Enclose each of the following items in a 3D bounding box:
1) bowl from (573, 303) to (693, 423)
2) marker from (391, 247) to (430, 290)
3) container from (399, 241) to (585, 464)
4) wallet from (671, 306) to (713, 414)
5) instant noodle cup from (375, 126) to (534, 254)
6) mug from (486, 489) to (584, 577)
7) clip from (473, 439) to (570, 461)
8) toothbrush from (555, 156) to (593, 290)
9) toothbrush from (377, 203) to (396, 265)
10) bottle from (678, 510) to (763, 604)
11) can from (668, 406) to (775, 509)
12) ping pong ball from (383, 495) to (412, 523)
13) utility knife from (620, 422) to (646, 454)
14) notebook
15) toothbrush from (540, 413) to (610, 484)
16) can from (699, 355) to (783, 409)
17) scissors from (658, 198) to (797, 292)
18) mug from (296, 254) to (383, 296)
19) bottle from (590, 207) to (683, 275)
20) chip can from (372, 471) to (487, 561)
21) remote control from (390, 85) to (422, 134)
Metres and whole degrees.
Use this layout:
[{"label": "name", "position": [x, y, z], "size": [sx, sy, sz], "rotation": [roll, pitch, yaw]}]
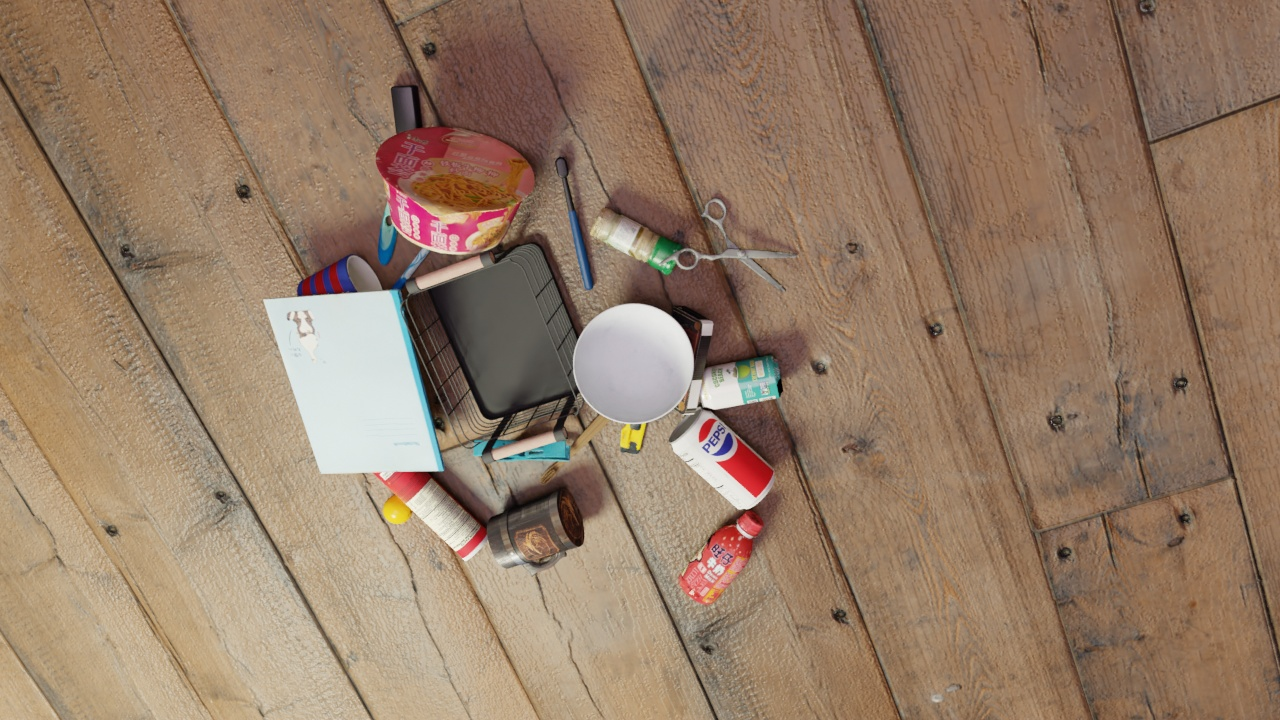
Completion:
[{"label": "bowl", "position": [-0.007, 0.007, 1.126], "size": [0.144, 0.074, 0.144], "rotation": [0, 85, 3]}, {"label": "marker", "position": [-0.295, -0.115, 1.171], "size": [0.013, 0.013, 0.142], "rotation": [39, 108, -7]}, {"label": "container", "position": [-0.172, -0.017, 1.128], "size": [0.163, 0.130, 0.241], "rotation": [-18, 105, 11]}, {"label": "wallet", "position": [0.054, 0.000, 1.145], "size": [0.019, 0.072, 0.123], "rotation": [-2, 112, -35]}, {"label": "instant noodle cup", "position": [-0.217, -0.192, 1.063], "size": [0.178, 0.178, 0.078], "rotation": [18, 130, 0]}, {"label": "mug", "position": [-0.133, 0.241, 1.241], "size": [0.107, 0.079, 0.116], "rotation": [-21, 121, 13]}, {"label": "clip", "position": [-0.159, 0.123, 1.221], "size": [0.130, 0.121, 0.031], "rotation": [5, 73, -15]}, {"label": "toothbrush", "position": [-0.081, -0.167, 1.129], "size": [0.014, 0.014, 0.168], "rotation": [-13, 110, -2]}, {"label": "toothbrush", "position": [-0.314, -0.182, 1.148], "size": [0.022, 0.017, 0.135], "rotation": [14, 117, 0]}, {"label": "bottle", "position": [0.112, 0.259, 1.225], "size": [0.062, 0.062, 0.138], "rotation": [34, 107, -5]}, {"label": "can", "position": [0.105, 0.125, 1.176], "size": [0.132, 0.070, 0.070], "rotation": [42, 107, -8]}, {"label": "ping pong ball", "position": [-0.334, 0.205, 1.266], "size": [0.040, 0.040, 0.040], "rotation": [2, 108, 5]}, {"label": "utility knife", "position": [0.000, 0.049, 1.193], "size": [0.030, 0.017, 0.165], "rotation": [10, 106, -7]}, {"label": "notebook", "position": [-0.357, 0.033, 1.157], "size": [0.181, 0.009, 0.254], "rotation": [-3, 115, 12]}, {"label": "toothbrush", "position": [-0.079, 0.108, 1.220], "size": [0.016, 0.016, 0.167], "rotation": [42, 107, -6]}, {"label": "can", "position": [0.125, 0.028, 1.150], "size": [0.102, 0.054, 0.055], "rotation": [-11, 106, 10]}, {"label": "scissors", "position": [0.105, -0.123, 1.102], "size": [0.161, 0.014, 0.141], "rotation": [-31, 91, -12]}, {"label": "mug", "position": [-0.369, -0.068, 1.160], "size": [0.076, 0.074, 0.112], "rotation": [-25, 99, 13]}, {"label": "bottle", "position": [-0.005, -0.145, 1.114], "size": [0.111, 0.043, 0.043], "rotation": [27, 109, -2]}, {"label": "chip can", "position": [-0.298, 0.181, 1.248], "size": [0.052, 0.051, 0.214], "rotation": [-41, 99, 16]}, {"label": "remote control", "position": [-0.281, -0.264, 1.119], "size": [0.032, 0.015, 0.136], "rotation": [-1, 108, 6]}]
